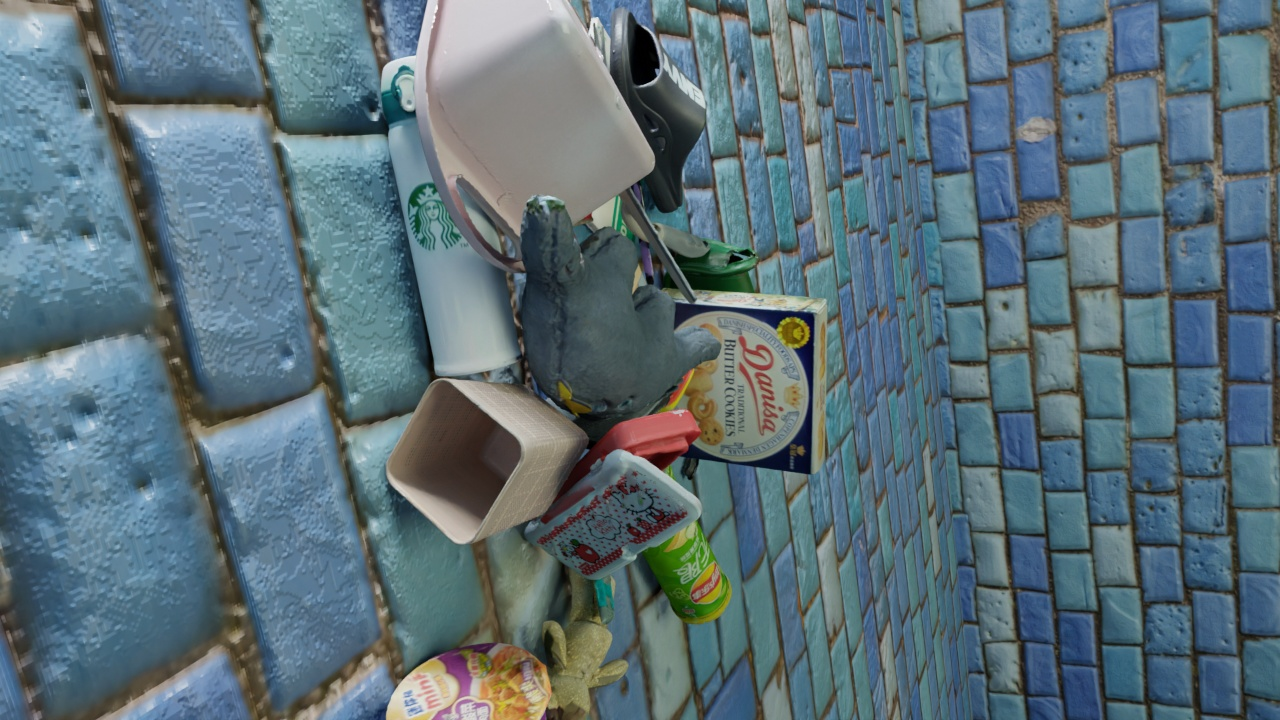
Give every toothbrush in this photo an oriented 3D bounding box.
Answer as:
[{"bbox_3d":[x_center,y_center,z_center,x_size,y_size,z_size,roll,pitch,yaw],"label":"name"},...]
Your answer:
[{"bbox_3d":[0.076,0.063,1.128,0.016,0.014,0.189,35,52,-27],"label":"toothbrush"},{"bbox_3d":[-0.003,-0.172,0.979,0.016,0.014,0.189,-55,137,-71],"label":"toothbrush"}]

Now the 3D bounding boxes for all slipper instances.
[{"bbox_3d":[0.028,-0.253,0.936,0.268,0.083,0.110,62,23,-61],"label":"slipper"}]

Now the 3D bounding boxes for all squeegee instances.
[{"bbox_3d":[0.018,-0.133,0.916,0.246,0.039,0.246,60,15,16],"label":"squeegee"}]

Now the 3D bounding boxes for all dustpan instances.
[{"bbox_3d":[-0.099,-0.209,0.691,0.222,0.139,0.273,48,15,-52],"label":"dustpan"}]

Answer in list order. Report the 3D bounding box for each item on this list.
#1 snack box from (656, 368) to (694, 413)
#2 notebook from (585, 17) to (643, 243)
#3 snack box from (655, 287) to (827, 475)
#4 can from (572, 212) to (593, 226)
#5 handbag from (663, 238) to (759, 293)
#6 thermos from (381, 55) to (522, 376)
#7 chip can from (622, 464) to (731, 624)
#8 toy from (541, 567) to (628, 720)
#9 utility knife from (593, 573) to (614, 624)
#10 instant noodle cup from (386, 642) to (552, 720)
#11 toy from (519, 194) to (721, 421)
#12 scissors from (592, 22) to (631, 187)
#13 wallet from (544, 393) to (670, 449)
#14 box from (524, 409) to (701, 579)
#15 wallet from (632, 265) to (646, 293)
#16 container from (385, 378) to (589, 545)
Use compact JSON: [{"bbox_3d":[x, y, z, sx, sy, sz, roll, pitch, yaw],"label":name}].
[{"bbox_3d":[-0.005,0.005,0.896,0.080,0.091,0.081,64,34,-24],"label":"snack box"},{"bbox_3d":[-0.031,-0.224,0.955,0.150,0.012,0.208,42,50,-55],"label":"notebook"},{"bbox_3d":[0.102,0.020,0.968,0.045,0.183,0.178,-40,131,-59],"label":"snack box"},{"bbox_3d":[-0.080,-0.184,0.809,0.053,0.053,0.133,-35,117,-59],"label":"can"},{"bbox_3d":[0.096,-0.078,1.067,0.067,0.120,0.131,-60,140,-38],"label":"handbag"},{"bbox_3d":[-0.140,-0.104,0.668,0.073,0.073,0.224,-29,112,-60],"label":"thermos"},{"bbox_3d":[0.031,0.186,0.960,0.221,0.073,0.072,64,35,-36],"label":"chip can"},{"bbox_3d":[-0.057,0.246,0.805,0.105,0.066,0.156,50,37,-37],"label":"toy"},{"bbox_3d":[-0.039,0.167,0.837,0.029,0.013,0.161,46,25,-48],"label":"utility knife"},{"bbox_3d":[-0.113,0.274,0.644,0.111,0.112,0.099,-43,133,-56],"label":"instant noodle cup"},{"bbox_3d":[-0.026,-0.020,0.726,0.138,0.091,0.356,-54,153,-1],"label":"toy"},{"bbox_3d":[-0.039,-0.249,0.914,0.128,0.012,0.173,-58,135,-49],"label":"scissors"},{"bbox_3d":[-0.040,0.046,0.811,0.120,0.097,0.019,-40,132,-57],"label":"wallet"},{"bbox_3d":[-0.021,0.121,0.728,0.094,0.202,0.091,-9,69,-32],"label":"box"},{"bbox_3d":[-0.007,-0.045,0.965,0.115,0.024,0.087,68,30,-45],"label":"wallet"},{"bbox_3d":[-0.105,0.069,0.670,0.090,0.090,0.110,-58,160,13],"label":"container"}]
